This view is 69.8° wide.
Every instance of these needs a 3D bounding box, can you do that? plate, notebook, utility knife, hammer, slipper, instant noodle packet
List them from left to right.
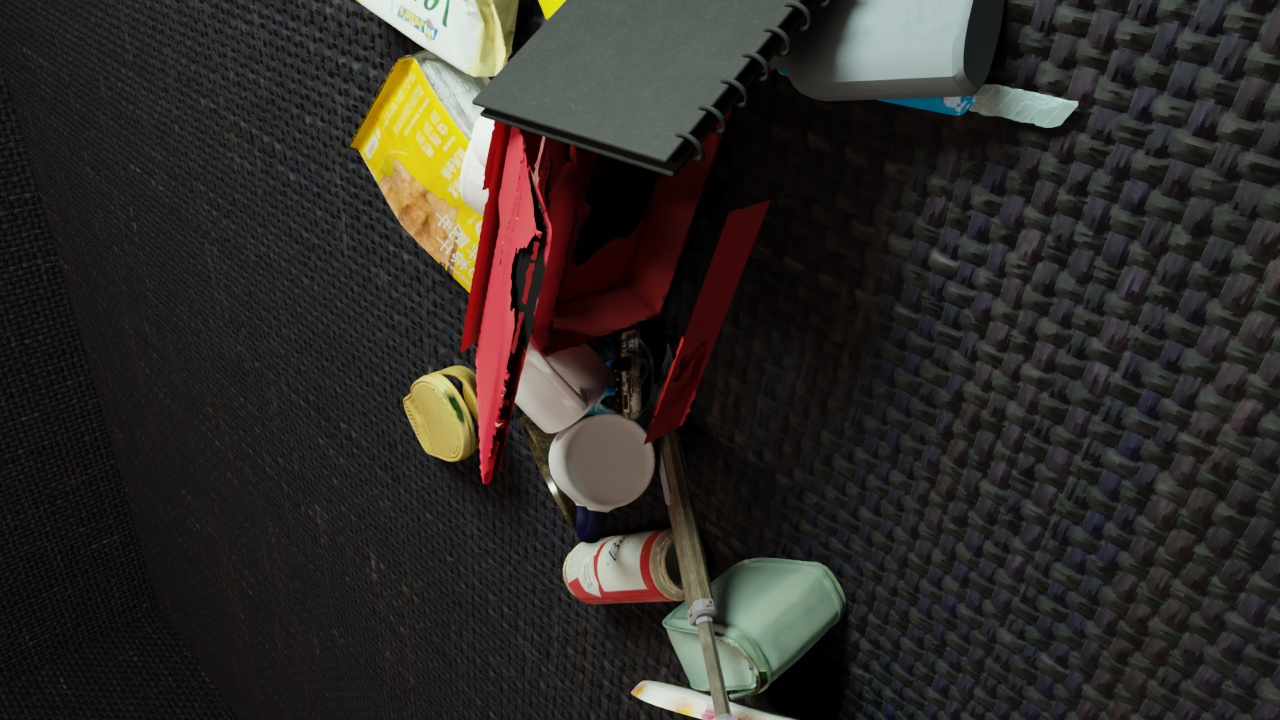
[{"bbox_3d":[-0.213,0.059,1.047,0.099,0.078,0.264,67,157,-3],"label":"slipper"},{"bbox_3d":[-0.166,-0.164,0.883,0.163,0.084,0.221,-31,92,50],"label":"instant noodle packet"},{"bbox_3d":[0.038,0.152,0.722,0.147,0.028,0.316,111,157,-43],"label":"hammer"},{"bbox_3d":[0.029,-0.210,0.535,0.169,0.231,0.019,26,161,37],"label":"notebook"},{"bbox_3d":[0.088,0.299,0.772,0.187,0.016,0.187,16,162,-3],"label":"plate"},{"bbox_3d":[0.160,-0.171,0.559,0.209,0.015,0.031,26,127,36],"label":"utility knife"}]

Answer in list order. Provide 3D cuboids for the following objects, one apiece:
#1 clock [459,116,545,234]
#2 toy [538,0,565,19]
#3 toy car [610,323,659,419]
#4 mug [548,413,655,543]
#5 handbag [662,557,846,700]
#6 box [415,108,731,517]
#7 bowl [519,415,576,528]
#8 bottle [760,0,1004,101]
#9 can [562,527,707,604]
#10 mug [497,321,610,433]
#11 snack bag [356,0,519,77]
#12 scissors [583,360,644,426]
[{"bbox_3d":[-0.081,-0.164,0.729,0.073,0.125,0.161,30,160,3],"label":"clock"},{"bbox_3d":[-0.027,-0.271,0.677,0.124,0.096,0.131,9,98,38],"label":"toy"},{"bbox_3d":[-0.005,0.005,0.783,0.040,0.112,0.048,-1,122,0],"label":"toy car"},{"bbox_3d":[-0.038,0.104,0.804,0.097,0.078,0.112,157,122,-76],"label":"mug"},{"bbox_3d":[0.094,0.219,0.753,0.106,0.121,0.067,-15,98,50],"label":"handbag"},{"bbox_3d":[-0.066,-0.069,0.637,0.124,0.314,0.212,29,131,10],"label":"box"},{"bbox_3d":[-0.069,0.100,0.911,0.121,0.056,0.121,60,167,23],"label":"bowl"},{"bbox_3d":[0.125,-0.192,0.545,0.161,0.046,0.072,12,89,42],"label":"bottle"},{"bbox_3d":[-0.009,0.204,0.902,0.171,0.067,0.067,-21,93,51],"label":"can"},{"bbox_3d":[-0.079,0.008,0.778,0.087,0.081,0.114,48,175,-23],"label":"mug"},{"bbox_3d":[-0.184,-0.366,0.791,0.247,0.068,0.160,39,135,28],"label":"snack bag"},{"bbox_3d":[-0.048,0.032,0.899,0.141,0.014,0.090,10,118,47],"label":"scissors"}]
